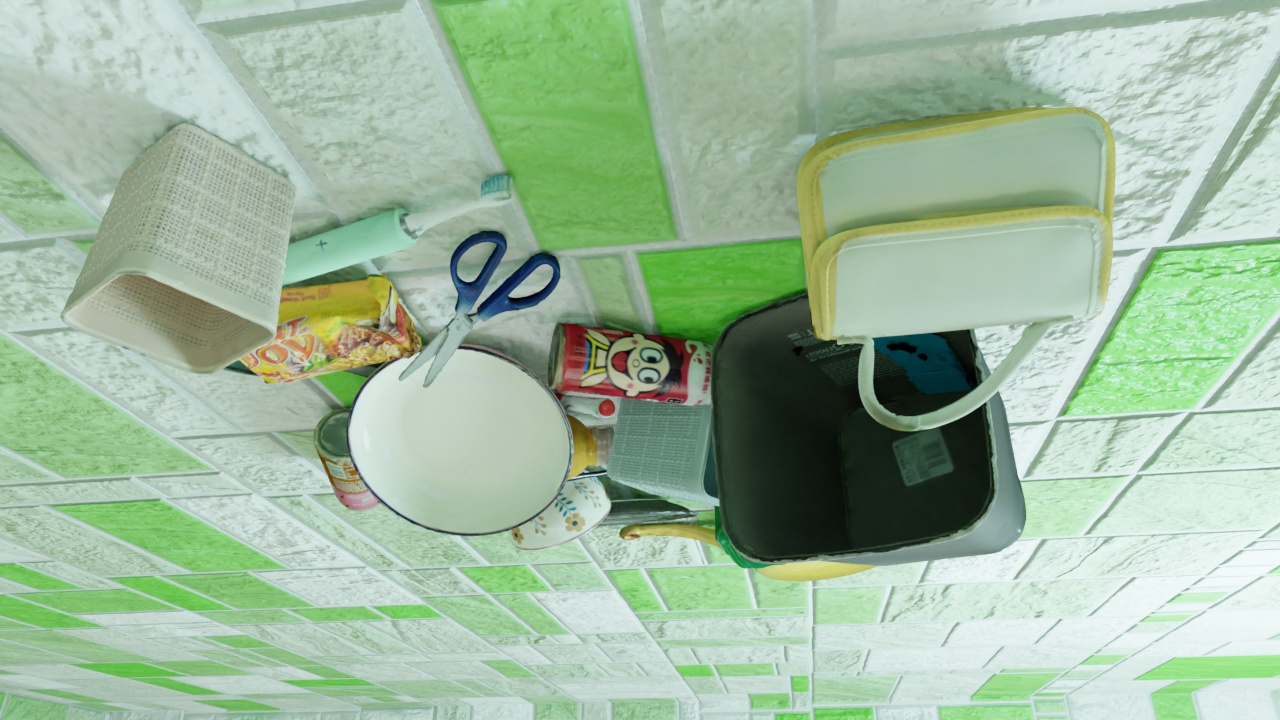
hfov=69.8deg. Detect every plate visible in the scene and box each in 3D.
[{"bbox_3d":[-0.024,0.174,1.051,0.179,0.024,0.179,-5,167,-1],"label":"plate"},{"bbox_3d":[-0.153,0.065,0.793,0.192,0.039,0.193,0,118,1],"label":"plate"}]

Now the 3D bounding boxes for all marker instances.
[{"bbox_3d":[-0.051,0.037,0.769,0.017,0.017,0.145,12,176,-20],"label":"marker"}]

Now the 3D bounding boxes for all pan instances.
[{"bbox_3d":[0.151,0.221,1.147,0.357,0.078,0.198,-10,148,5],"label":"pan"}]

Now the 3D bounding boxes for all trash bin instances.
[{"bbox_3d":[0.193,0.066,0.719,0.199,0.198,0.219,-15,156,30],"label":"trash bin"}]

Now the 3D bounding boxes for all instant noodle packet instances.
[{"bbox_3d":[-0.236,-0.020,0.674,0.128,0.044,0.111,-10,158,-4],"label":"instant noodle packet"}]

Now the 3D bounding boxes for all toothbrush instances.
[{"bbox_3d":[-0.085,0.117,0.920,0.180,0.018,0.016,-5,134,-38],"label":"toothbrush"},{"bbox_3d":[-0.179,-0.081,0.604,0.225,0.027,0.026,-12,163,23],"label":"toothbrush"}]

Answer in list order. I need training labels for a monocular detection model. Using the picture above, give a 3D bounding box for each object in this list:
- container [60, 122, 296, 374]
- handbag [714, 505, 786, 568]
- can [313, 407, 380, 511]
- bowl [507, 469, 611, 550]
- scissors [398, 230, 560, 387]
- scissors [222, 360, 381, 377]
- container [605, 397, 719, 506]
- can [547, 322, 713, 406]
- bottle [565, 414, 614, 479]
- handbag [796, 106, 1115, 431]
[{"bbox_3d":[-0.265,-0.066,0.541,0.090,0.110,0.090,-20,146,34],"label":"container"},{"bbox_3d":[0.108,0.130,0.887,0.068,0.131,0.120,-18,144,24],"label":"handbag"},{"bbox_3d":[-0.285,0.101,0.913,0.058,0.057,0.148,4,152,-8],"label":"can"},{"bbox_3d":[-0.094,0.144,0.967,0.114,0.113,0.062,-14,106,25],"label":"bowl"},{"bbox_3d":[-0.119,-0.029,0.677,0.132,0.012,0.173,-1,141,-12],"label":"scissors"},{"bbox_3d":[-0.277,-0.012,0.742,0.180,0.019,0.143,11,150,-16],"label":"scissors"},{"bbox_3d":[0.039,0.079,0.814,0.112,0.090,0.090,0,162,39],"label":"container"},{"bbox_3d":[-0.004,0.004,0.732,0.132,0.053,0.053,8,151,-13],"label":"can"},{"bbox_3d":[-0.119,0.082,0.863,0.189,0.068,0.068,0,152,1],"label":"bottle"},{"bbox_3d":[0.176,-0.045,0.516,0.163,0.179,0.063,-5,-166,11],"label":"handbag"}]
